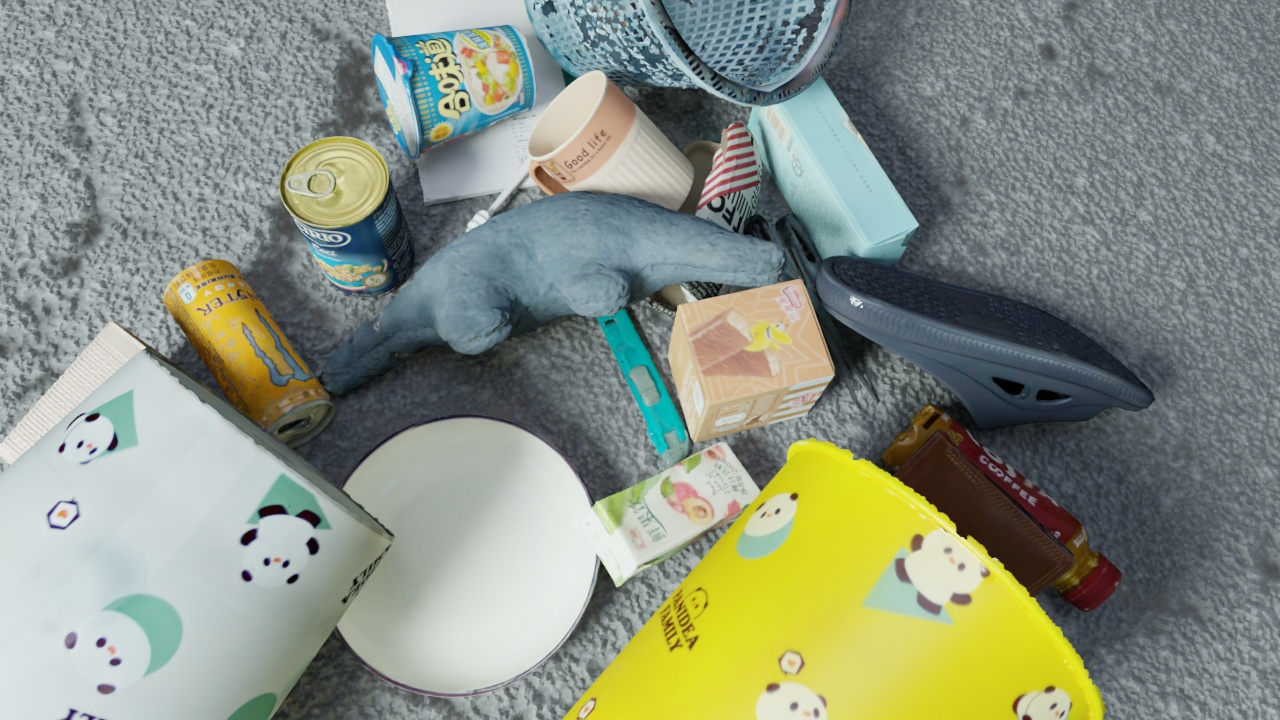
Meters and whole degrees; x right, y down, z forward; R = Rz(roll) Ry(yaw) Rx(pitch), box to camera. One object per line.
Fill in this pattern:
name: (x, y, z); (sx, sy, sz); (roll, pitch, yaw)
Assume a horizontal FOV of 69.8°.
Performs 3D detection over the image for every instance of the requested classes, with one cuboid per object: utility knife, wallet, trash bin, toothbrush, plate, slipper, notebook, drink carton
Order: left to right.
trash bin: (-0.292, 0.145, 0.515); (0.229, 0.230, 0.251); (35, 76, 10)
plate: (-0.124, 0.134, 0.641); (0.192, 0.039, 0.192); (1, 69, -3)
notebook: (-0.130, -0.238, 0.796); (0.150, 0.012, 0.209); (-11, 71, -9)
toothbrush: (-0.089, -0.169, 0.760); (0.016, 0.016, 0.179); (34, 70, 0)
utility knife: (-0.004, 0.004, 0.710); (0.029, 0.013, 0.174); (-22, 72, -12)
trash bin: (0.020, -0.302, 0.711); (0.226, 0.195, 0.226); (-6, 99, -38)
drink carton: (0.021, 0.105, 0.636); (0.122, 0.046, 0.053); (-21, 68, -36)
trash bin: (0.085, 0.214, 0.531); (0.255, 0.230, 0.229); (-42, 77, -11)
wallet: (0.219, 0.124, 0.636); (0.124, 0.032, 0.101); (45, 113, 10)
slipper: (0.246, -0.003, 0.693); (0.268, 0.083, 0.110); (17, 28, -9)

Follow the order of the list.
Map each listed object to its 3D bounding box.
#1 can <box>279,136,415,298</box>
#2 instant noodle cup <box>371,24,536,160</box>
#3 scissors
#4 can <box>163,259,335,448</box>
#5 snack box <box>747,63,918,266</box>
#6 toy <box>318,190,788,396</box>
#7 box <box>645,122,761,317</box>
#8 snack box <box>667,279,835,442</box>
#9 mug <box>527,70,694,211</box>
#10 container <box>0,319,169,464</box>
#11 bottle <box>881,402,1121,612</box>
can: (-0.215, -0.104, 0.689); (0.075, 0.111, 0.075); (1, 67, -2)
instant noodle cup: (-0.146, -0.223, 0.738); (0.109, 0.099, 0.099); (-21, 71, -21)
scissors: (0.132, -0.045, 0.716); (0.162, 0.014, 0.164); (34, 43, -29)
can: (-0.288, -0.005, 0.674); (0.058, 0.058, 0.146); (-36, 75, -15)
snack box: (0.151, -0.150, 0.745); (0.051, 0.074, 0.174); (-23, 72, -11)
toy: (-0.074, -0.058, 0.671); (0.357, 0.091, 0.137); (-16, 44, 12)
box: (0.046, -0.110, 0.739); (0.086, 0.076, 0.163); (-2, 64, 38)
snack box: (0.077, 0.002, 0.673); (0.094, 0.093, 0.077); (-13, 70, -8)
mug: (-0.032, -0.153, 0.720); (0.106, 0.115, 0.081); (37, 52, -33)
container: (-0.358, 0.049, 0.635); (0.090, 0.090, 0.110); (36, 74, 10)
bottle: (0.260, 0.107, 0.662); (0.175, 0.057, 0.057); (41, 72, 12)
